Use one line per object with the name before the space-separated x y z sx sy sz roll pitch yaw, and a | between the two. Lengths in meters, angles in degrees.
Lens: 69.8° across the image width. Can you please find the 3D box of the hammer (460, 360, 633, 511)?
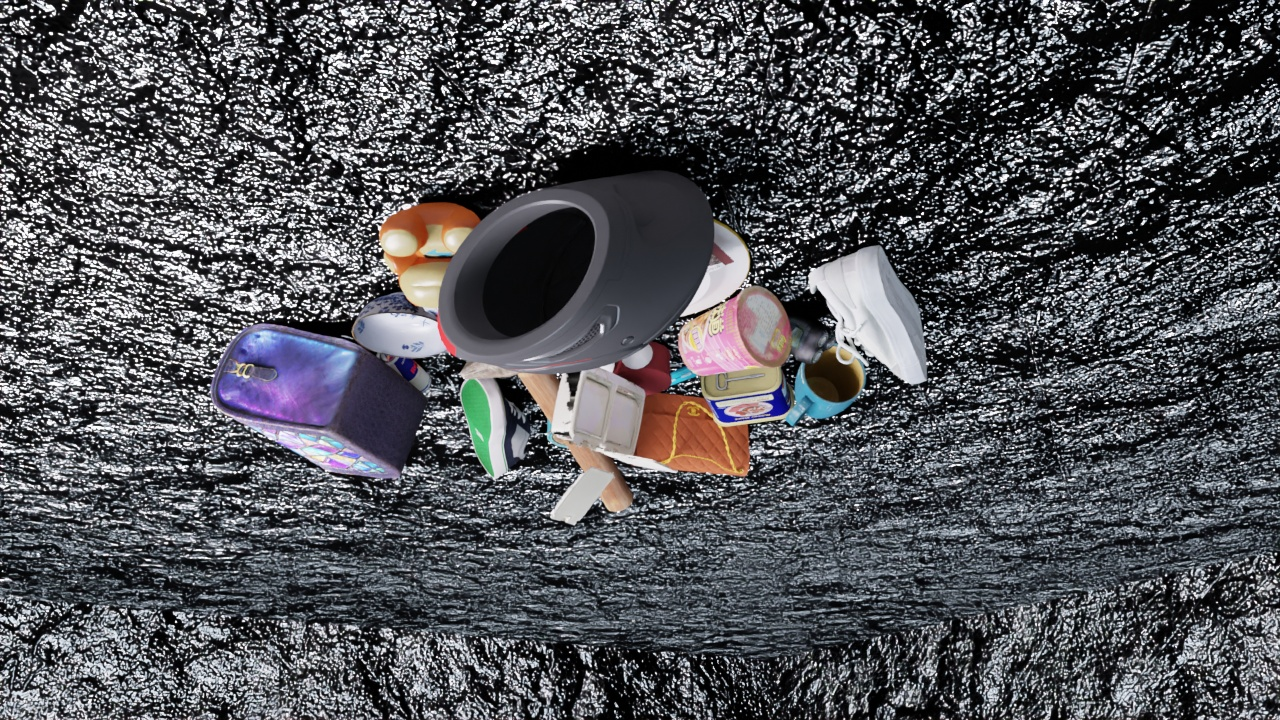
hammer | -0.097 0.088 1.202 0.158 0.037 0.301 -16 120 27

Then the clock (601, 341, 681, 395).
clock | -0.007 0.007 1.192 0.087 0.044 0.124 -20 148 32

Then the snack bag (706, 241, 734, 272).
snack bag | 0.018 -0.092 0.977 0.158 0.013 0.057 -17 151 28

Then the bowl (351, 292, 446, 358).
bowl | -0.274 -0.048 1.066 0.114 0.045 0.114 -1 154 -1

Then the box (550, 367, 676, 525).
box | -0.026 0.108 1.098 0.107 0.192 0.143 3 167 34

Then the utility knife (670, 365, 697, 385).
utility knife | 0.051 0.024 1.260 0.152 0.015 0.022 -26 116 40

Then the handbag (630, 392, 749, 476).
handbag | 0.072 0.107 1.326 0.171 0.108 0.060 7 153 -17

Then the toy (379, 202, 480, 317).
toy | -0.198 -0.097 0.933 0.112 0.096 0.176 -3 165 0

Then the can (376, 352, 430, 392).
can | -0.307 0.012 1.198 0.032 0.032 0.095 -8 153 12

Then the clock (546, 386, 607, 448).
clock | -0.077 0.066 1.274 0.121 0.073 0.158 -4 157 3

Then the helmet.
helmet | -0.047 -0.077 0.866 0.265 0.164 0.169 -34 157 15

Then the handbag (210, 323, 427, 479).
handbag | -0.411 0.054 1.163 0.222 0.125 0.205 7 158 22

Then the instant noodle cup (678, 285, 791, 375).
instant noodle cup | 0.107 -0.026 1.088 0.097 0.097 0.109 20 153 -37

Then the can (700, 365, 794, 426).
can | 0.146 0.043 1.261 0.116 0.056 0.092 -9 152 15

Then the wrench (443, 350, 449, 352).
wrench | -0.159 -0.031 1.091 0.274 0.022 0.073 -3 123 22

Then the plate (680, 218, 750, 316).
plate | 0.006 -0.094 1.015 0.230 0.021 0.230 -1 154 -1

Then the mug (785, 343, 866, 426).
mug | 0.235 0.043 1.218 0.112 0.084 0.104 -42 167 -14

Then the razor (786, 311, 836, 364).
razor | 0.162 -0.022 1.123 0.152 0.067 0.054 -9 165 32

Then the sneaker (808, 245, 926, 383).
sneaker | 0.267 -0.046 1.067 0.091 0.089 0.242 -11 146 28

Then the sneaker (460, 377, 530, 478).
sneaker | -0.199 0.081 1.315 0.079 0.084 0.236 -31 153 -22
